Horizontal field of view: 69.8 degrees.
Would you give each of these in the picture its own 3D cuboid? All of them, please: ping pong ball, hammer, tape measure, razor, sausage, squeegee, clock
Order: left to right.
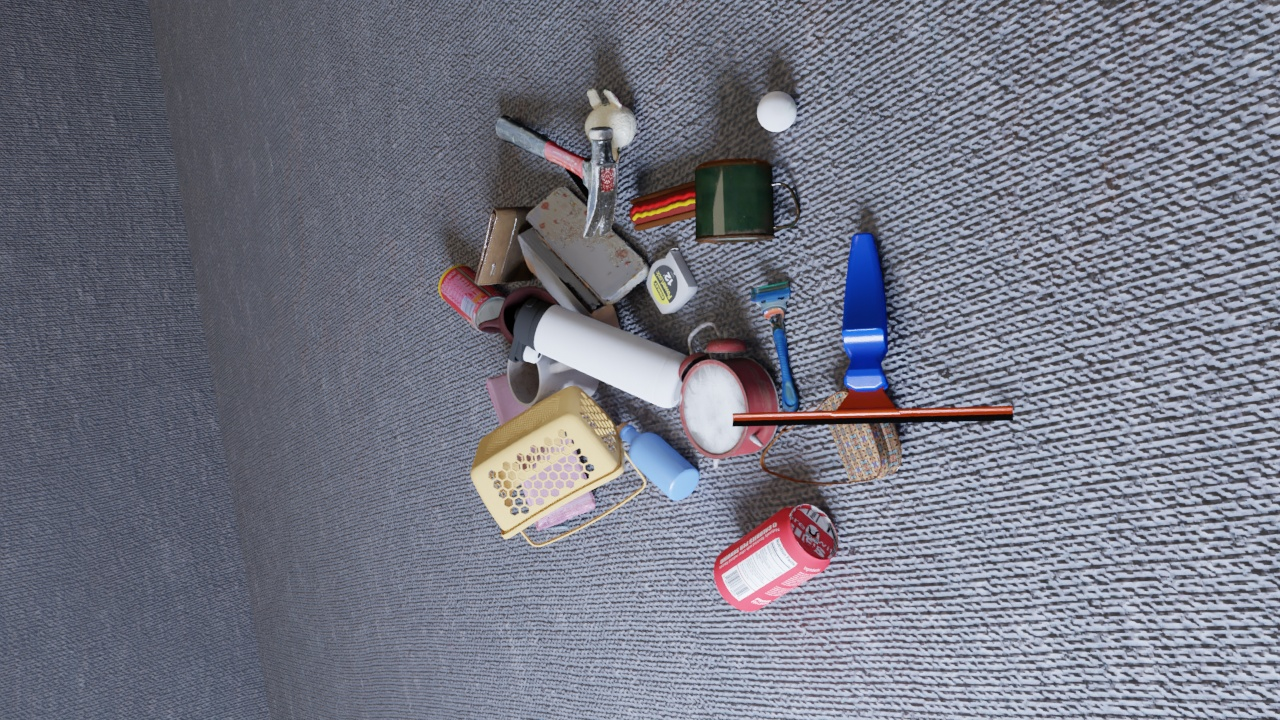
[{"bbox_3d":[-0.120,-0.270,1.226,0.326,0.036,0.141,39,136,50],"label":"hammer"},{"bbox_3d":[0.036,-0.095,1.109,0.065,0.016,0.064,-47,60,43],"label":"tape measure"},{"bbox_3d":[0.041,-0.183,1.073,0.156,0.040,0.040,-4,92,51],"label":"sausage"},{"bbox_3d":[0.095,0.033,1.023,0.110,0.061,0.156,-35,67,47],"label":"clock"},{"bbox_3d":[0.140,-0.255,0.941,0.040,0.040,0.040,10,103,49],"label":"ping pong ball"},{"bbox_3d":[0.150,-0.012,0.984,0.044,0.018,0.141,-9,90,14],"label":"razor"},{"bbox_3d":[0.212,-0.030,0.867,0.250,0.055,0.184,-3,78,21],"label":"squeegee"}]

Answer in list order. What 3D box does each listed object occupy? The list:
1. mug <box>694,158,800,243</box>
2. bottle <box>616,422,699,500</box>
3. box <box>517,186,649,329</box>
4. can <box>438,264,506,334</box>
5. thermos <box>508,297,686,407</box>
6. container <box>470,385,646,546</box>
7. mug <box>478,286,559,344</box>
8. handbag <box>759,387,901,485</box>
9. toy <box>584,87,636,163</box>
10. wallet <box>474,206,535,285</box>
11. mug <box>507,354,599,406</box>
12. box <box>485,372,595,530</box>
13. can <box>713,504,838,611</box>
[{"bbox_3d":[0.112,-0.168,0.967,0.111,0.084,0.081,-1,94,16],"label":"mug"},{"bbox_3d":[0.015,0.119,1.144,0.131,0.048,0.048,39,124,40],"label":"bottle"},{"bbox_3d":[-0.074,-0.126,1.223,0.217,0.095,0.115,48,158,37],"label":"box"},{"bbox_3d":[-0.257,-0.096,1.423,0.124,0.066,0.067,37,123,41],"label":"can"},{"bbox_3d":[-0.055,-0.001,1.128,0.230,0.068,0.101,23,128,17],"label":"thermos"},{"bbox_3d":[-0.106,0.147,1.193,0.183,0.129,0.167,-31,110,11],"label":"container"},{"bbox_3d":[-0.175,-0.051,1.306,0.088,0.114,0.087,141,122,-70],"label":"mug"},{"bbox_3d":[0.190,0.090,0.951,0.196,0.043,0.093,-34,73,57],"label":"handbag"},{"bbox_3d":[-0.038,-0.286,1.143,0.087,0.050,0.112,5,115,54],"label":"toy"},{"bbox_3d":[-0.181,-0.163,1.299,0.027,0.098,0.121,41,125,30],"label":"wallet"},{"bbox_3d":[-0.107,0.012,1.236,0.120,0.096,0.083,-18,82,50],"label":"mug"},{"bbox_3d":[-0.146,0.130,1.334,0.107,0.099,0.232,96,152,-71],"label":"box"},{"bbox_3d":[0.142,0.213,0.984,0.143,0.074,0.074,-47,60,43],"label":"can"}]
